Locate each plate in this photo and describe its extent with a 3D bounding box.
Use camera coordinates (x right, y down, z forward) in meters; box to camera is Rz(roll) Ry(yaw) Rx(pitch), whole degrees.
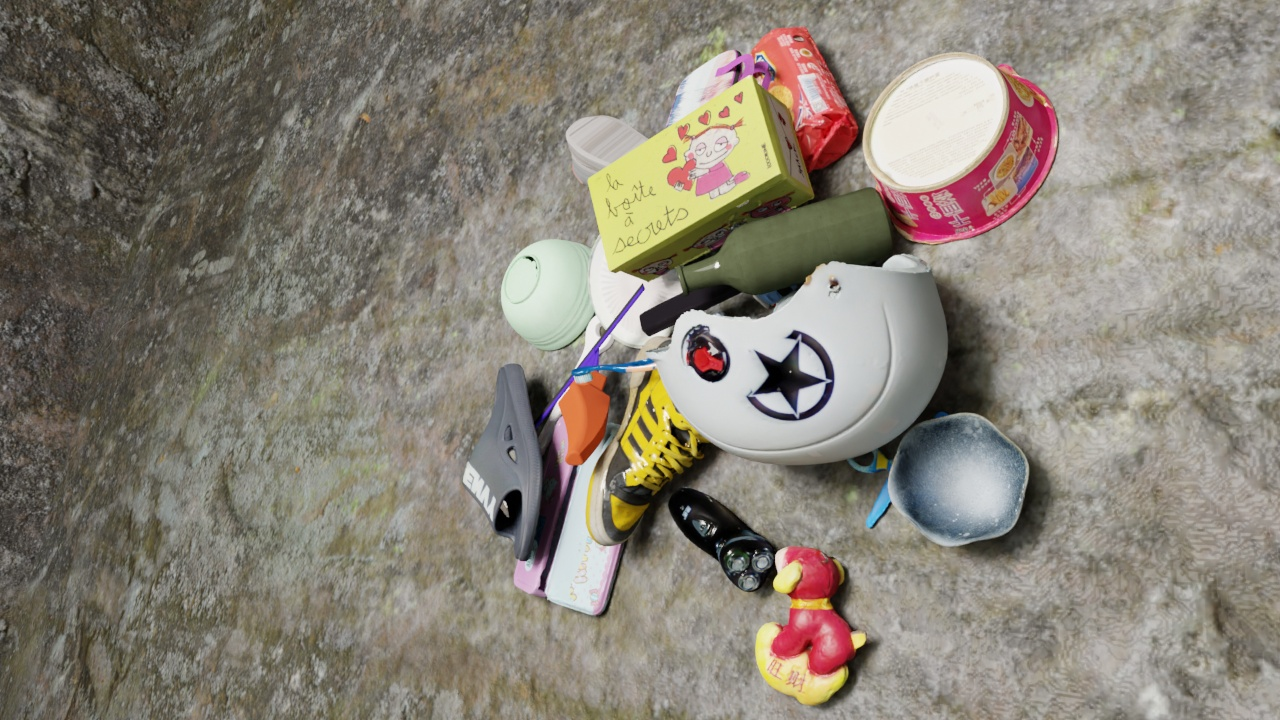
[{"bbox_3d":[-0.004,-0.093,1.082,0.157,0.014,0.157,10,106,41],"label":"plate"}]

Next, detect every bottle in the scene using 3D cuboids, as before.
[{"bbox_3d":[0.138,-0.107,0.898,0.207,0.071,0.071,-16,60,7],"label":"bottle"}]

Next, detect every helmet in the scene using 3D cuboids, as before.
[{"bbox_3d":[0.143,0.012,0.818,0.265,0.236,0.163,-18,88,30],"label":"helmet"}]

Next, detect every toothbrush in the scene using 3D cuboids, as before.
[{"bbox_3d":[-0.006,0.006,0.949,0.135,0.017,0.021,-10,31,9],"label":"toothbrush"}]

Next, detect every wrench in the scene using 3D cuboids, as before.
[{"bbox_3d":[-0.103,0.065,1.149,0.047,0.009,0.273,32,96,44],"label":"wrench"}]

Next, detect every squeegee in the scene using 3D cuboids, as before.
[{"bbox_3d":[-0.061,0.054,1.008,0.250,0.055,0.184,-51,16,27],"label":"squeegee"}]

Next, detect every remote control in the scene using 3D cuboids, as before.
[{"bbox_3d":[0.053,-0.064,0.980,0.137,0.015,0.032,-25,66,34],"label":"remote control"}]

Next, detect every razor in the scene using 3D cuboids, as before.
[{"bbox_3d":[0.074,0.172,0.910,0.140,0.063,0.053,35,96,42],"label":"razor"}]

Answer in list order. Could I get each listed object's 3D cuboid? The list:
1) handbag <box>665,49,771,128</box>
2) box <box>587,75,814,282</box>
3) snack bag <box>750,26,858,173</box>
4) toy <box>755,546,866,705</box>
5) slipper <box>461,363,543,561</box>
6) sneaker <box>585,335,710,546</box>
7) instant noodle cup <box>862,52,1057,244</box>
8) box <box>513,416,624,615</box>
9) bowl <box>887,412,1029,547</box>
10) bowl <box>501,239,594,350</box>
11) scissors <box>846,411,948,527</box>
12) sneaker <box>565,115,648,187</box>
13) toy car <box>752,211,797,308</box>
[{"bbox_3d":[0.094,-0.291,1.025,0.170,0.068,0.144,-2,69,72],"label":"handbag"},{"bbox_3d":[0.057,-0.181,0.960,0.222,0.082,0.124,-22,68,31],"label":"box"},{"bbox_3d":[0.177,-0.288,0.998,0.082,0.082,0.176,-34,54,27],"label":"snack bag"},{"bbox_3d":[0.152,0.237,0.820,0.106,0.067,0.137,0,82,35],"label":"toy"},{"bbox_3d":[-0.168,0.109,1.085,0.111,0.083,0.267,109,156,-43],"label":"slipper"},{"bbox_3d":[0.030,0.089,0.964,0.122,0.086,0.238,5,73,47],"label":"sneaker"},{"bbox_3d":[0.288,-0.209,0.863,0.179,0.077,0.178,-17,62,36],"label":"instant noodle cup"},{"bbox_3d":[-0.073,0.172,1.058,0.149,0.051,0.214,7,78,40],"label":"box"},{"bbox_3d":[0.268,0.101,0.765,0.111,0.055,0.110,-8,73,28],"label":"bowl"},{"bbox_3d":[-0.128,-0.094,1.189,0.151,0.077,0.150,-17,64,37],"label":"bowl"},{"bbox_3d":[0.235,0.096,0.832,0.130,0.013,0.125,35,98,44],"label":"scissors"},{"bbox_3d":[0.002,-0.204,1.123,0.099,0.090,0.236,-38,65,-18],"label":"sneaker"},{"bbox_3d":[0.140,-0.135,0.977,0.055,0.056,0.153,-4,75,26],"label":"toy car"}]
